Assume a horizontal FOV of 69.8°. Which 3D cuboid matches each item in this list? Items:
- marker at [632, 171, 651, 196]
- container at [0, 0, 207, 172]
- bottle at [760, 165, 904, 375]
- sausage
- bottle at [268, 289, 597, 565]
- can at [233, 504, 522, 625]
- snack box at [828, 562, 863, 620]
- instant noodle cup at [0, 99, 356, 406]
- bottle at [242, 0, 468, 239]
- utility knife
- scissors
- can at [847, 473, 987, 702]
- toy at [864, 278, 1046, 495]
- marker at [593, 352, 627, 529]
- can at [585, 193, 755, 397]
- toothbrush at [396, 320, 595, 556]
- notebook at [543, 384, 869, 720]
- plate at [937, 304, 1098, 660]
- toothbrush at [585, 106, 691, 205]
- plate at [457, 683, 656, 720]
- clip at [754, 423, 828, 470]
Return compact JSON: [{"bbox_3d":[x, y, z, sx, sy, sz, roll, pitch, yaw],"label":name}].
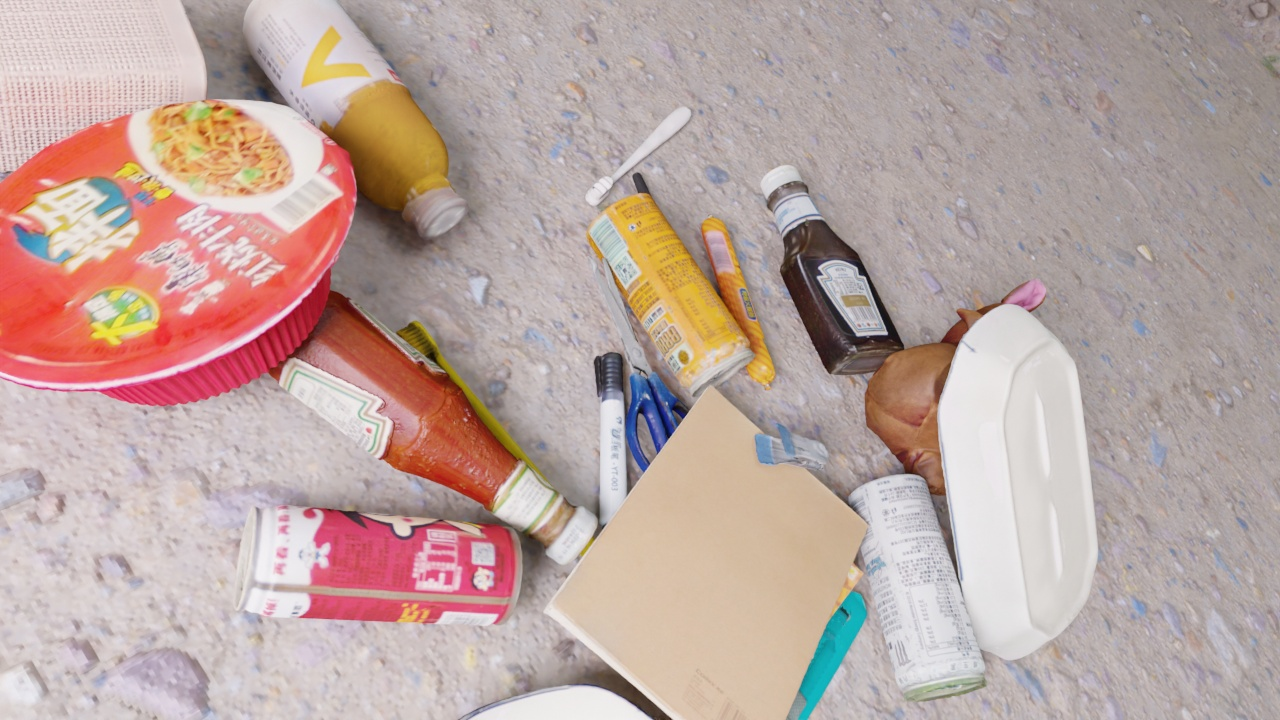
[{"bbox_3d":[0.015,-0.098,0.723,0.018,0.015,0.123,38,29,-62],"label":"marker"},{"bbox_3d":[-0.312,-0.160,0.506,0.110,0.090,0.090,-15,69,-35],"label":"container"},{"bbox_3d":[0.154,-0.081,0.782,0.079,0.044,0.194,-3,61,-35],"label":"bottle"},{"bbox_3d":[0.076,-0.049,0.724,0.021,0.022,0.165,2,60,-32],"label":"sausage"},{"bbox_3d":[-0.113,0.042,0.517,0.206,0.060,0.059,38,47,-6],"label":"bottle"},{"bbox_3d":[-0.131,0.105,0.465,0.132,0.053,0.053,11,55,-27],"label":"can"},{"bbox_3d":[0.076,0.155,0.583,0.077,0.027,0.155,48,47,6],"label":"snack box"},{"bbox_3d":[-0.230,-0.048,0.460,0.194,0.066,0.193,-2,53,3],"label":"instant noodle cup"},{"bbox_3d":[-0.183,-0.162,0.601,0.067,0.068,0.189,-32,81,-42],"label":"bottle"},{"bbox_3d":[0.109,0.198,0.586,0.029,0.013,0.150,49,47,1],"label":"utility knife"},{"bbox_3d":[0.006,0.004,0.635,0.124,0.012,0.173,27,47,-35],"label":"scissors"},{"bbox_3d":[0.189,0.155,0.635,0.058,0.058,0.146,8,57,-29],"label":"can"},{"bbox_3d":[0.275,0.018,0.744,0.130,0.140,0.199,32,38,26],"label":"toy"},{"bbox_3d":[-0.020,0.051,0.599,0.022,0.018,0.130,4,56,-7],"label":"marker"},{"bbox_3d":[0.020,-0.049,0.663,0.058,0.058,0.146,-22,74,-40],"label":"can"},{"bbox_3d":[-0.085,0.052,0.557,0.190,0.016,0.016,50,52,5],"label":"toothbrush"},{"bbox_3d":[0.054,0.124,0.563,0.149,0.012,0.210,41,46,-1],"label":"notebook"},{"bbox_3d":[0.281,0.092,0.659,0.161,0.034,0.266,-24,109,-36],"label":"plate"},{"bbox_3d":[0.004,-0.177,0.767,0.016,0.016,0.179,43,47,-4],"label":"toothbrush"},{"bbox_3d":[-0.037,0.261,0.427,0.204,0.046,0.204,17,53,-24],"label":"plate"},{"bbox_3d":[0.107,0.061,0.623,0.058,0.045,0.027,19,46,-34],"label":"clip"}]
